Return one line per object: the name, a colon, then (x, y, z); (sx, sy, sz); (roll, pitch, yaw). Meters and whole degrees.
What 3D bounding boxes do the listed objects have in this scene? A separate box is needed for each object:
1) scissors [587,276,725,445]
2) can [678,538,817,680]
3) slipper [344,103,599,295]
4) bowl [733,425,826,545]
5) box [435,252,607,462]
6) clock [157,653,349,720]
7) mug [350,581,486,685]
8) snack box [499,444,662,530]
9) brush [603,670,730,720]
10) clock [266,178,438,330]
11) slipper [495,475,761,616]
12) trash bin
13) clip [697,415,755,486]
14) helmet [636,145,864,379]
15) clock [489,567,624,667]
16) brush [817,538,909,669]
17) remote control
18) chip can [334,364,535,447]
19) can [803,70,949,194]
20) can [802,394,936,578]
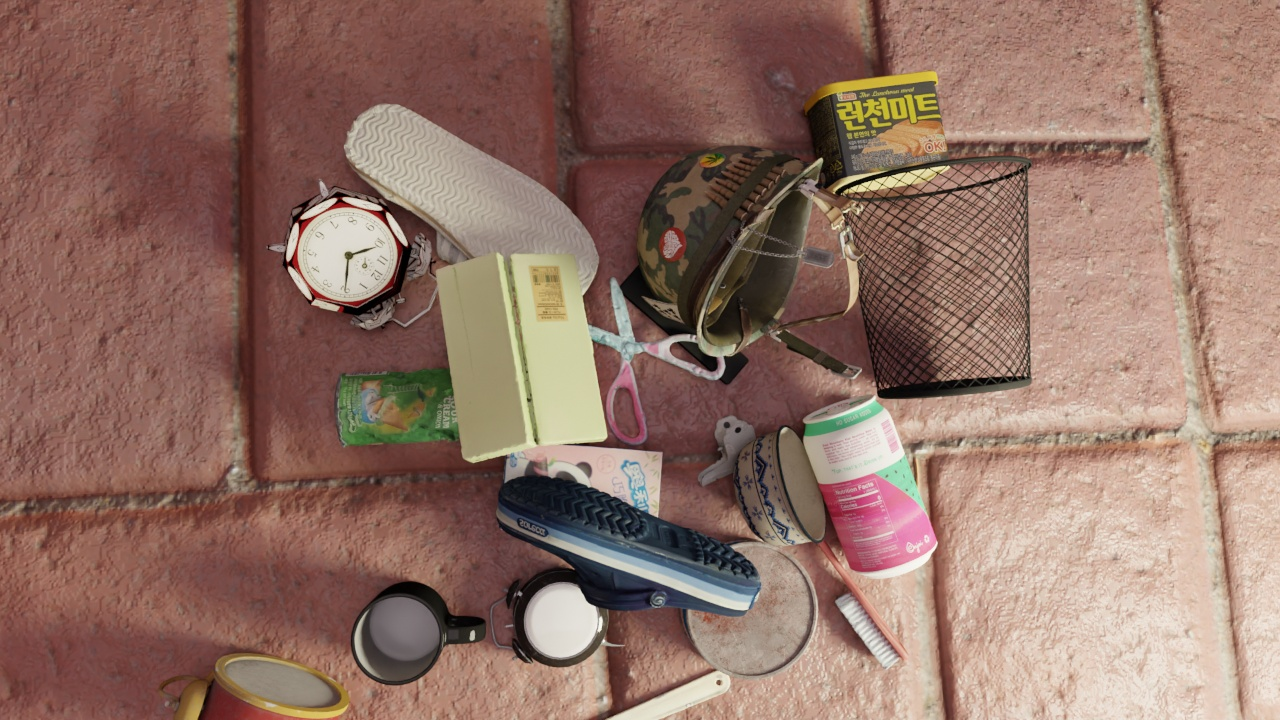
scissors: (0.008, -0.005, 0.923); (0.168, 0.014, 0.170); (-12, 87, -2)
can: (0.104, 0.242, 0.899); (0.130, 0.044, 0.130); (1, 83, -8)
slipper: (-0.164, -0.149, 0.901); (0.272, 0.054, 0.114); (36, 79, -8)
bowl: (0.130, 0.126, 0.887); (0.059, 0.115, 0.115); (-20, 86, 23)
box: (-0.109, -0.009, 0.833); (0.140, 0.048, 0.187); (-6, 73, -11)
clock: (-0.340, 0.312, 0.796); (0.159, 0.117, 0.081); (21, 84, 0)
mug: (-0.198, 0.246, 0.835); (0.113, 0.088, 0.078); (2, 83, -8)
snack box: (-0.057, 0.127, 0.896); (0.154, 0.033, 0.088); (5, 84, -7)
brush: (-0.013, 0.349, 0.888); (0.217, 0.012, 0.033); (-19, 87, -11)
clock: (-0.263, -0.094, 0.872); (0.154, 0.065, 0.114); (38, 91, -29)
slipper: (-0.017, 0.183, 0.826); (0.253, 0.105, 0.095); (20, 102, -1)
trash bin: (0.295, -0.074, 0.901); (0.184, 0.184, 0.210); (-6, 90, -9)
clip: (0.099, 0.084, 0.924); (0.101, 0.041, 0.054); (-23, 100, -11)
helmet: (0.109, -0.097, 0.858); (0.236, 0.193, 0.223); (16, 49, 12)
clock: (-0.081, 0.246, 0.873); (0.122, 0.044, 0.091); (-8, 85, -9)
brush: (0.207, 0.234, 0.921); (0.030, 0.041, 0.172); (-36, 87, 5)
remote control: (0.044, -0.036, 0.938); (0.150, 0.013, 0.034); (41, 84, -2)
chip can: (-0.174, 0.041, 0.869); (0.223, 0.075, 0.075); (-4, 84, -8)
can: (0.248, -0.236, 0.961); (0.130, 0.072, 0.101); (-10, 87, -9)
can: (0.223, 0.123, 0.901); (0.088, 0.088, 0.166); (-21, 91, -10)
